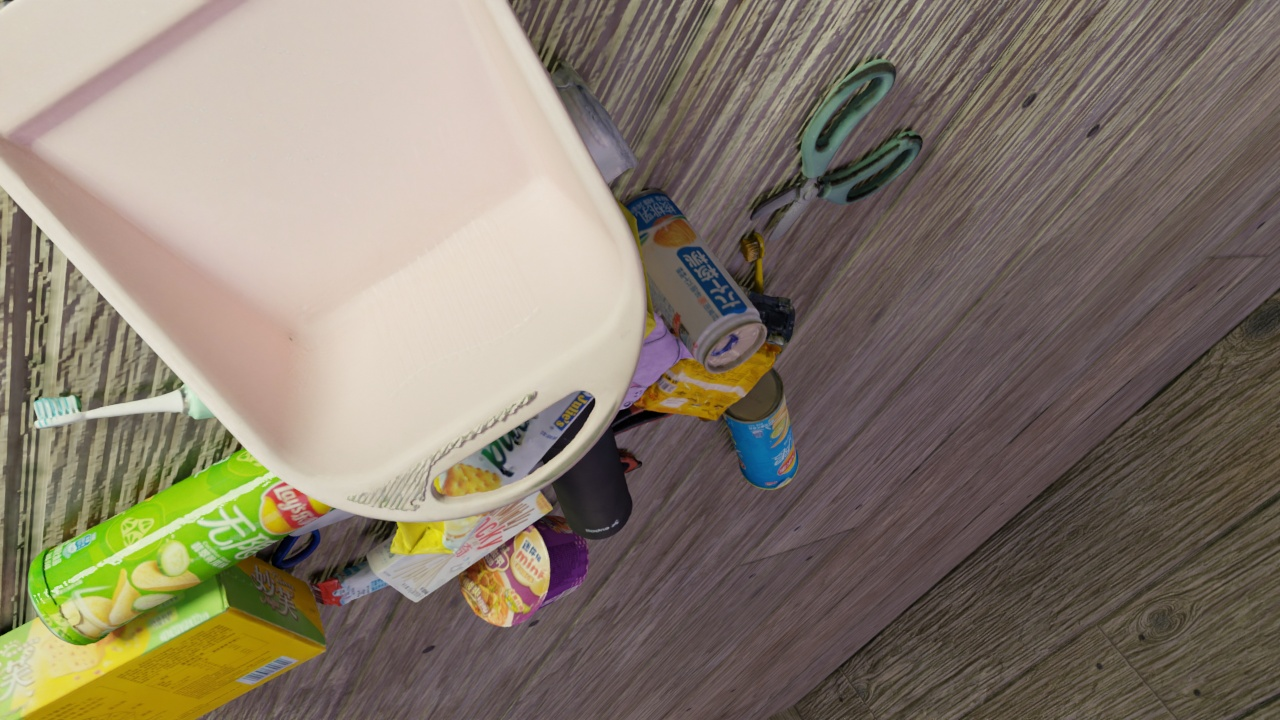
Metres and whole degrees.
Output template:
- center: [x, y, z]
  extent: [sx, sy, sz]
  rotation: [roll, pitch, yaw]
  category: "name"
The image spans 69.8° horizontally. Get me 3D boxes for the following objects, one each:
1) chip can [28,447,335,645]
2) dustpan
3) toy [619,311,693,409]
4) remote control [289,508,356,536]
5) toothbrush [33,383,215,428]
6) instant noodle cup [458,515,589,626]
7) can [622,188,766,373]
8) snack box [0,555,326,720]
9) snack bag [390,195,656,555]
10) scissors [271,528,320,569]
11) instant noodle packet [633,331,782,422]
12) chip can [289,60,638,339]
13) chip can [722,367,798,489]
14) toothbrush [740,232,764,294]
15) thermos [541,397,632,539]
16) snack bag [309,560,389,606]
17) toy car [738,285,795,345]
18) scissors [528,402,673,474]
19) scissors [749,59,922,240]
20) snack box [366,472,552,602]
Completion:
- center: [-0.295, 0.111, 0.624]
  extent: [0.221, 0.072, 0.073]
  rotation: [-29, 151, -9]
  category: "chip can"
- center: [-0.120, -0.059, 0.397]
  extent: [0.222, 0.138, 0.273]
  rotation: [-33, 136, 5]
  category: "dustpan"
- center: [-0.005, 0.005, 0.785]
  extent: [0.084, 0.039, 0.108]
  rotation: [32, 117, -34]
  category: "toy"
- center: [-0.214, 0.096, 0.721]
  extent: [0.135, 0.020, 0.056]
  rotation: [-19, 145, -32]
  category: "remote control"
- center: [-0.250, 0.019, 0.579]
  extent: [0.224, 0.027, 0.027]
  rotation: [-10, 176, -36]
  category: "toothbrush"
- center: [-0.111, 0.202, 0.927]
  extent: [0.112, 0.111, 0.099]
  rotation: [-45, 159, 19]
  category: "instant noodle cup"
- center: [0.031, -0.056, 0.638]
  extent: [0.053, 0.134, 0.053]
  rotation: [-25, 151, -15]
  category: "can"
- center: [-0.378, 0.229, 0.709]
  extent: [0.210, 0.070, 0.158]
  rotation: [-27, 151, -3]
  category: "snack box"
- center: [-0.086, -0.001, 0.598]
  extent: [0.068, 0.157, 0.247]
  rotation: [31, 115, -23]
  category: "snack bag"
- center: [-0.266, 0.116, 0.726]
  extent: [0.172, 0.012, 0.163]
  rotation: [-15, 145, -33]
  category: "scissors"
- center: [0.058, 0.008, 0.854]
  extent: [0.128, 0.044, 0.111]
  rotation: [16, 125, -48]
  category: "instant noodle packet"
- center: [-0.108, -0.078, 0.529]
  extent: [0.215, 0.071, 0.071]
  rotation: [-36, 151, 4]
  category: "chip can"
- center: [0.131, 0.076, 1.006]
  extent: [0.071, 0.071, 0.210]
  rotation: [-32, 151, -3]
  category: "chip can"
- center: [0.104, -0.055, 0.839]
  extent: [0.016, 0.015, 0.190]
  rotation: [-25, 151, -6]
  category: "toothbrush"
- center: [-0.064, 0.082, 0.803]
  extent: [0.090, 0.068, 0.243]
  rotation: [-8, 147, 3]
  category: "thermos"
- center: [-0.251, 0.199, 0.850]
  extent: [0.104, 0.026, 0.048]
  rotation: [-21, 151, -25]
  category: "snack bag"
- center: [0.099, -0.040, 0.807]
  extent: [0.090, 0.034, 0.043]
  rotation: [10, 90, -37]
  category: "toy car"
- center: [-0.051, 0.085, 0.893]
  extent: [0.189, 0.015, 0.226]
  rotation: [-41, 151, 12]
  category: "scissors"
- center: [0.171, -0.162, 0.742]
  extent: [0.180, 0.019, 0.171]
  rotation: [-6, 140, -42]
  category: "scissors"
- center: [-0.161, 0.154, 0.834]
  extent: [0.156, 0.027, 0.085]
  rotation: [-34, 147, -7]
  category: "snack box"
